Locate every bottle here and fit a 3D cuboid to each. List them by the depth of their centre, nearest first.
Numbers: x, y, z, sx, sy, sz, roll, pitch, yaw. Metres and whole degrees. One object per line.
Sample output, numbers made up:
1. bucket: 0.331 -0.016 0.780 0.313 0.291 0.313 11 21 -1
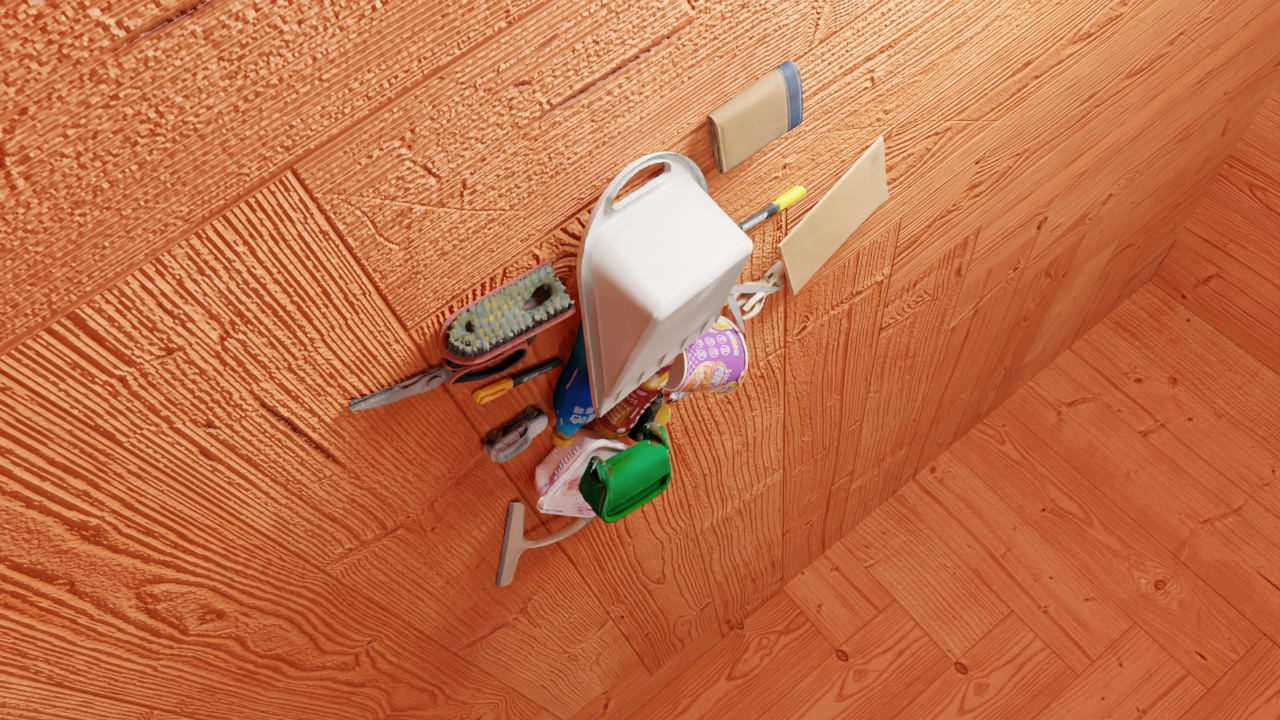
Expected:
1. bottle: -0.070 0.026 1.138 0.065 0.065 0.219 -17 145 -40
2. bottle: -0.008 0.038 1.212 0.057 0.057 0.175 -20 157 -38

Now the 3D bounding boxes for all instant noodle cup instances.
1. instant noodle cup: 0.074 -0.004 1.249 0.099 0.111 0.112 -6 137 -37
2. instant noodle cup: -0.079 0.156 1.322 0.138 0.060 0.173 -47 154 9

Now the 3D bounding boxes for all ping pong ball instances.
1. ping pong ball: 0.025 0.078 1.367 0.040 0.040 0.040 -32 152 -20

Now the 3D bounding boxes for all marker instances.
1. marker: -0.143 0.023 1.088 0.123 0.015 0.018 -25 153 -33
2. marker: 0.162 -0.191 1.184 0.124 0.015 0.018 -32 151 -13

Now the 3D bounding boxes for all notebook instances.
1. notebook: 0.277 -0.201 1.303 0.211 0.012 0.149 -46 153 -5

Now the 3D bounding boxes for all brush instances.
1. brush: -0.143 -0.042 0.949 0.145 0.063 0.069 -31 -179 -19

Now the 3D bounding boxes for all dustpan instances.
1. dustpan: 0.010 -0.097 1.033 0.222 0.142 0.258 -38 169 -30

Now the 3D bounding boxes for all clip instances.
1. clip: 0.171 -0.100 1.314 0.100 0.035 0.076 -41 154 -22

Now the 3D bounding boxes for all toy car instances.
1. toy car: -0.155 0.094 1.158 0.090 0.034 0.043 -34 149 -19
2. toy car: 0.003 0.072 1.320 0.031 0.049 0.106 -16 144 -38

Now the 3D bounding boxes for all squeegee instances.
1. squeegee: -0.106 0.253 1.451 0.245 0.039 0.247 -24 148 -32

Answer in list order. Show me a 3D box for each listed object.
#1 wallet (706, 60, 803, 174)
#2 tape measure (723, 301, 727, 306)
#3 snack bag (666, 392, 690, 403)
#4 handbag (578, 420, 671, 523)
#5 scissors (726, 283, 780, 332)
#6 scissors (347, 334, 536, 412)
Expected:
1. wallet: 0.127 -0.265 1.008 0.115 0.033 0.090 -37 150 -9
2. tape measure: 0.092 -0.089 1.224 0.059 0.029 0.057 -27 151 -26
3. snack bag: 0.073 0.028 1.373 0.045 0.026 0.106 -21 148 -53
4. handbag: -0.020 0.151 1.266 0.131 0.068 0.120 -26 141 -28
5. scissors: 0.102 -0.097 1.182 0.162 0.012 0.176 -20 128 -7
6. scissors: -0.208 0.004 0.974 0.177 0.015 0.210 -49 153 17
